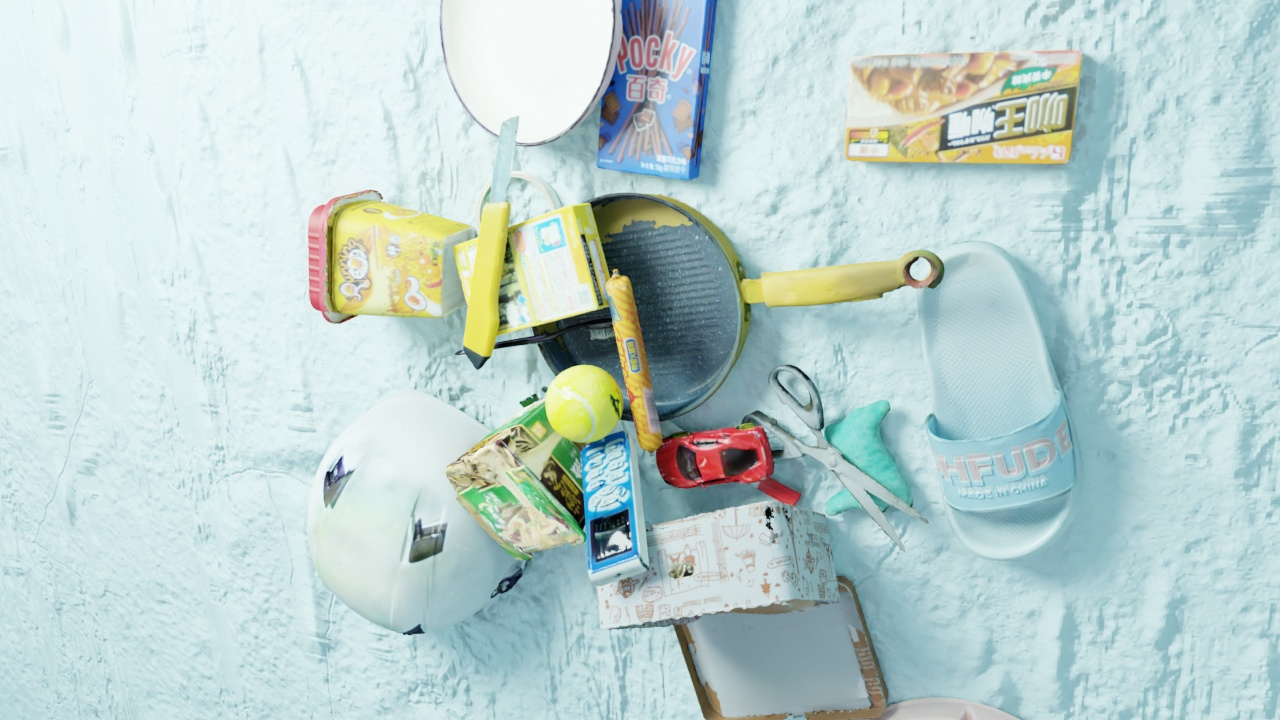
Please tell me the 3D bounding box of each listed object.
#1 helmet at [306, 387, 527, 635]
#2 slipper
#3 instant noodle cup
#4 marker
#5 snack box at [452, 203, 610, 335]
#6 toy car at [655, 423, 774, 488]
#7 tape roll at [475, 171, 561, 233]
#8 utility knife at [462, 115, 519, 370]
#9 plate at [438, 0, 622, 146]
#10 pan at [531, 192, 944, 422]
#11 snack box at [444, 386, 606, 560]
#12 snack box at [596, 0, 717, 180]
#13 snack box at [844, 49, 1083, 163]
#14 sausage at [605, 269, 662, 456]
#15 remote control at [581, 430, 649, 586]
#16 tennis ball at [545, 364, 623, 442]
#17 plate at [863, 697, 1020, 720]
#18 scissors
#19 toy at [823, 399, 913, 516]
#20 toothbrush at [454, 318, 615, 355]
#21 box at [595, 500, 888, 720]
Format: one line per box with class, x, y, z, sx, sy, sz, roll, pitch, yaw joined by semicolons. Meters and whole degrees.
helmet;-0.233;0.168;0.896;0.229;0.145;0.259;31;115;14
slipper;0.259;0.034;0.673;0.104;0.074;0.245;-10;99;26
instant noodle cup;-0.224;-0.091;0.843;0.124;0.115;0.116;9;108;10
marker;0.073;0.088;0.806;0.145;0.017;0.017;29;115;15
snack box;-0.092;-0.073;0.778;0.141;0.033;0.087;-13;95;33
toy car;0.061;0.084;0.783;0.106;0.031;0.049;-8;99;28
tape roll;-0.110;-0.127;0.828;0.086;0.013;0.086;7;108;23
utility knife;-0.121;-0.094;0.760;0.033;0.015;0.224;27;118;26
plate;-0.085;-0.273;0.746;0.193;0.038;0.192;11;109;35
pan;0.062;-0.051;0.735;0.358;0.078;0.198;-8;102;26
snack box;-0.088;0.096;0.816;0.117;0.105;0.118;50;139;-13
snack box;0.012;-0.228;0.736;0.085;0.026;0.157;13;110;22
snack box;0.226;-0.179;0.652;0.154;0.026;0.075;6;108;23
sausage;-0.004;0.004;0.754;0.021;0.021;0.165;-3;110;25
remote control;-0.021;0.118;0.746;0.049;0.124;0.024;-24;138;21
tennis ball;-0.047;0.036;0.767;0.065;0.065;0.065;7;108;23
plate;0.278;0.402;0.797;0.230;0.028;0.230;7;108;23
scissors;0.152;0.075;0.739;0.164;0.014;0.164;-2;101;44
toy;0.181;0.088;0.749;0.097;0.030;0.092;-33;86;31
toothbrush;-0.094;-0.017;0.808;0.189;0.014;0.017;-9;112;33
box;0.089;0.215;0.794;0.180;0.135;0.269;-16;128;27
